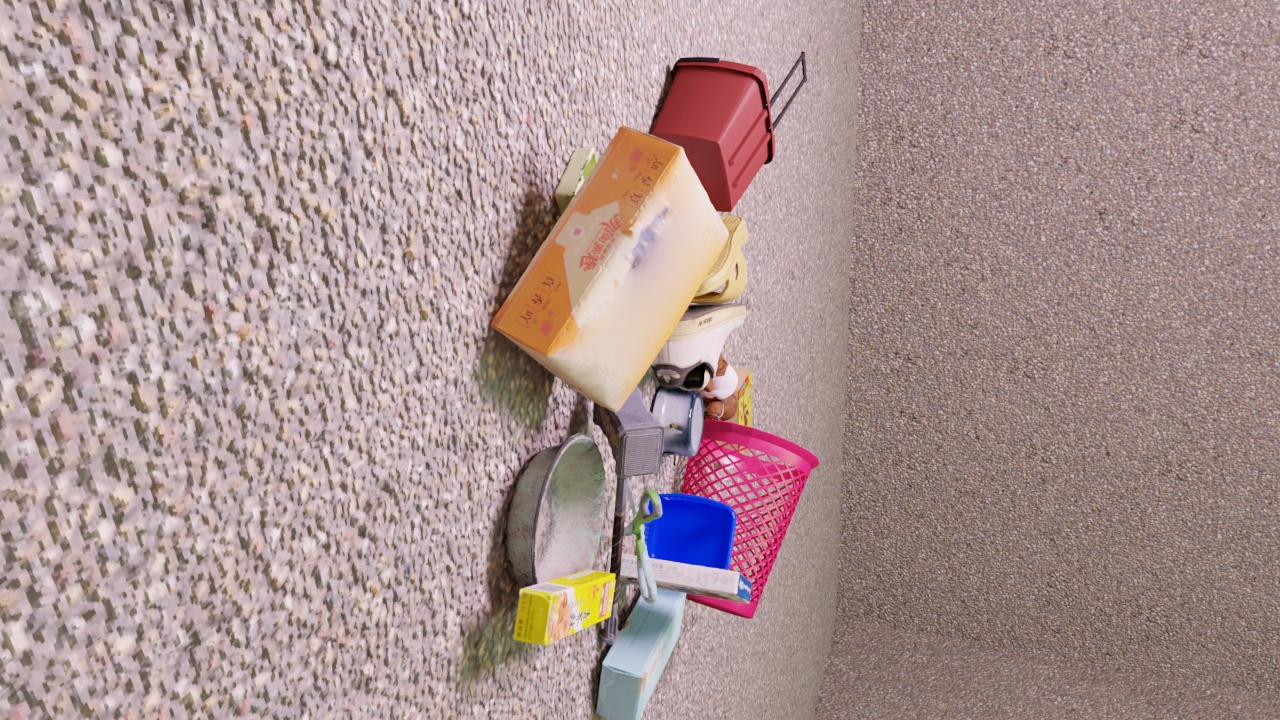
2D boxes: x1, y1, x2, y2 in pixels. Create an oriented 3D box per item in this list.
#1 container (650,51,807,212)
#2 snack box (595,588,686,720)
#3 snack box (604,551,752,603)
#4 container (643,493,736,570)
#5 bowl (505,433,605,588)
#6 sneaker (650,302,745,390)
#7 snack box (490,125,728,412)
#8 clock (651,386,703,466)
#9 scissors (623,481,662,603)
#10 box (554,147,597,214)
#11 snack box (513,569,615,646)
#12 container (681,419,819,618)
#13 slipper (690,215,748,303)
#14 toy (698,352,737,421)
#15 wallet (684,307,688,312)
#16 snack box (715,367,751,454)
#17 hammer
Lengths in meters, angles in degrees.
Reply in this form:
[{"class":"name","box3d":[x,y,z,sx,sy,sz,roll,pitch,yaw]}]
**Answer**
[{"class":"container","box3d":[0.102,-0.289,1.080,0.200,0.127,0.148,-63,153,-27]},{"class":"snack box","box3d":[0.004,0.336,1.071,0.174,0.053,0.075,-46,146,-61]},{"class":"snack box","box3d":[0.044,0.242,1.021,0.082,0.150,0.026,55,43,-63]},{"class":"container","box3d":[0.060,0.216,1.124,0.058,0.114,0.096,53,45,-71]},{"class":"bowl","box3d":[-0.077,0.141,0.811,0.157,0.039,0.157,6,89,-71]},{"class":"sneaker","box3d":[0.073,-0.017,1.127,0.241,0.089,0.102,-18,106,-66]},{"class":"snack box","box3d":[-0.012,-0.068,0.760,0.195,0.081,0.145,-58,151,-7]},{"class":"clock","box3d":[0.050,0.069,1.150,0.129,0.052,0.090,-65,154,-54]},{"class":"scissors","box3d":[-0.004,0.179,0.959,0.172,0.023,0.168,122,-42,-68]},{"class":"box","box3d":[-0.029,-0.105,0.870,0.077,0.089,0.188,-51,149,-25]},{"class":"snack box","box3d":[-0.060,0.204,0.767,0.148,0.029,0.040,19,78,-71]},{"class":"container","box3d":[0.121,0.218,1.237,0.183,0.183,0.225,52,54,-64]},{"class":"slipper","box3d":[0.076,-0.109,1.098,0.262,0.100,0.078,-58,143,-61]},{"class":"toy","box3d":[0.107,0.039,1.298,0.087,0.067,0.113,-62,142,-49]},{"class":"wallet","box3d":[-0.010,-0.016,0.891,0.116,0.018,0.091,-43,172,18]},{"class":"snack box","box3d":[0.146,0.087,1.448,0.088,0.040,0.126,-47,139,-61]},{"class":"hammer","box3d":[-0.023,0.175,0.935,0.098,0.044,0.323,-119,-151,-54]}]
